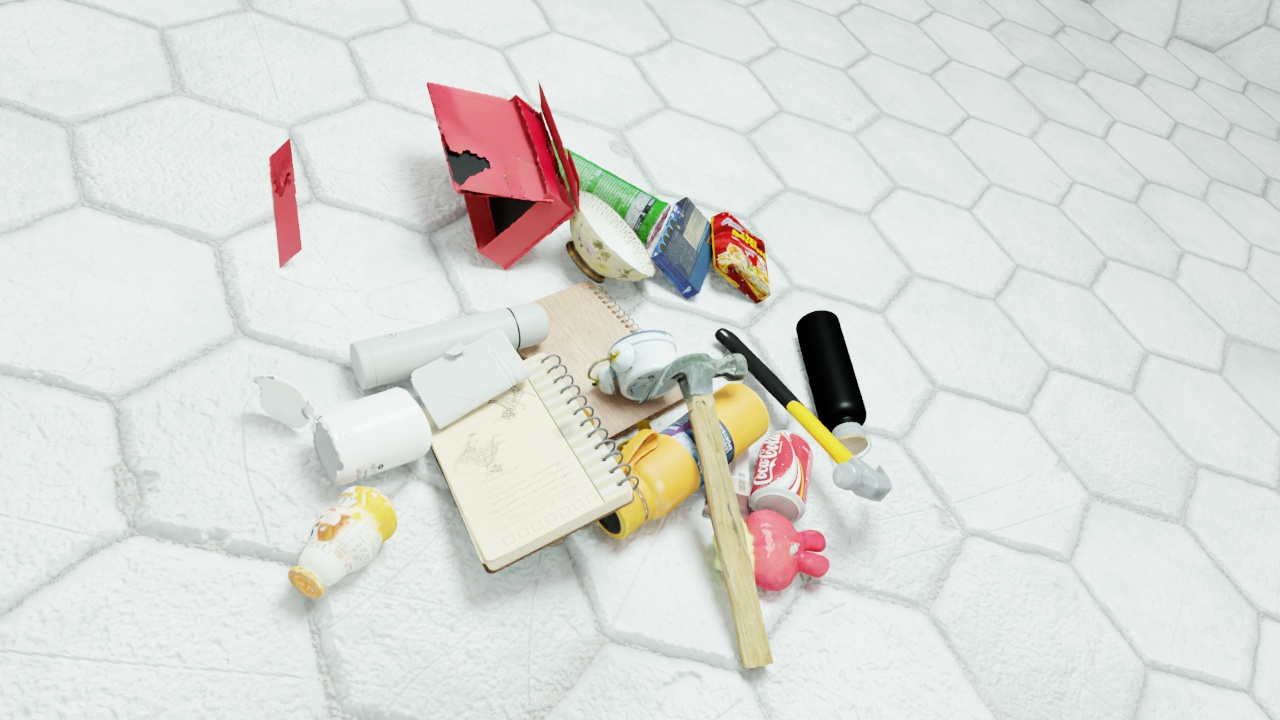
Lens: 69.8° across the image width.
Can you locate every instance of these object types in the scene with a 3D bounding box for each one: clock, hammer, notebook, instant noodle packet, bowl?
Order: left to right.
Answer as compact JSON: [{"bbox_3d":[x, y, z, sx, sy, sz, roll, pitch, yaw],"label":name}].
[{"bbox_3d":[-0.119,0.091,0.934,0.167,0.024,0.225,-26,48,-12],"label":"notebook"},{"bbox_3d":[-0.055,-0.003,1.129,0.168,0.022,0.210,-26,64,-38],"label":"notebook"},{"bbox_3d":[-0.052,-0.149,1.214,0.145,0.063,0.145,43,21,-21],"label":"bowl"},{"bbox_3d":[-0.006,0.006,1.067,0.117,0.083,0.057,-2,58,-25],"label":"clock"},{"bbox_3d":[0.084,0.150,0.960,0.132,0.033,0.330,-2,71,-31],"label":"hammer"},{"bbox_3d":[0.144,-0.149,1.320,0.098,0.040,0.135,32,38,-28],"label":"instant noodle packet"},{"bbox_3d":[0.189,0.058,1.120,0.127,0.029,0.323,24,19,-43],"label":"hammer"}]

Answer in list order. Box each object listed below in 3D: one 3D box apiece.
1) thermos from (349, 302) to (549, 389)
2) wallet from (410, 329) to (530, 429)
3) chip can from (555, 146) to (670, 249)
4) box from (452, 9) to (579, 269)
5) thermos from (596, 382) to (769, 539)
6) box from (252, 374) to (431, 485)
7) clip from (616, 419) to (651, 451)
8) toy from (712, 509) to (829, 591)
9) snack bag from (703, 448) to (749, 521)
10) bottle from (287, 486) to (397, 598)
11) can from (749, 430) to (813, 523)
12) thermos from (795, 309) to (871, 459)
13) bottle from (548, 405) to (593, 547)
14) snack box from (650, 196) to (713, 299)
[{"bbox_3d":[-0.209,-0.020,1.036,0.223,0.052,0.052,-16,57,-27],"label":"thermos"},{"bbox_3d":[-0.183,0.015,0.981,0.116,0.032,0.086,-31,50,-16],"label":"wallet"},{"bbox_3d":[-0.070,-0.242,1.305,0.223,0.076,0.075,30,44,5],"label":"chip can"},{"bbox_3d":[-0.086,-0.355,1.094,0.141,0.513,0.215,12,45,-36],"label":"box"},{"bbox_3d":[0.040,0.103,1.019,0.232,0.076,0.091,-33,91,-34],"label":"thermos"},{"bbox_3d":[-0.300,0.057,0.924,0.137,0.083,0.143,-21,66,-36],"label":"box"},{"bbox_3d":[-0.001,0.097,1.048,0.044,0.054,0.049,25,67,22],"label":"clip"},{"bbox_3d":[0.144,0.207,1.003,0.135,0.045,0.091,2,58,-15],"label":"toy"},{"bbox_3d":[0.103,0.122,1.088,0.057,0.013,0.157,15,46,-10],"label":"snack bag"},{"bbox_3d":[-0.274,0.167,0.843,0.063,0.063,0.108,30,44,4],"label":"bottle"},{"bbox_3d":[0.165,0.135,1.066,0.064,0.064,0.104,24,43,-2],"label":"can"},{"bbox_3d":[0.254,0.037,1.200,0.061,0.061,0.230,9,47,-16],"label":"thermos"},{"bbox_3d":[-0.087,0.122,0.965,0.068,0.068,0.156,14,46,-12],"label":"bottle"},{"bbox_3d":[0.066,-0.161,1.299,0.082,0.027,0.149,48,39,-21],"label":"snack box"}]
